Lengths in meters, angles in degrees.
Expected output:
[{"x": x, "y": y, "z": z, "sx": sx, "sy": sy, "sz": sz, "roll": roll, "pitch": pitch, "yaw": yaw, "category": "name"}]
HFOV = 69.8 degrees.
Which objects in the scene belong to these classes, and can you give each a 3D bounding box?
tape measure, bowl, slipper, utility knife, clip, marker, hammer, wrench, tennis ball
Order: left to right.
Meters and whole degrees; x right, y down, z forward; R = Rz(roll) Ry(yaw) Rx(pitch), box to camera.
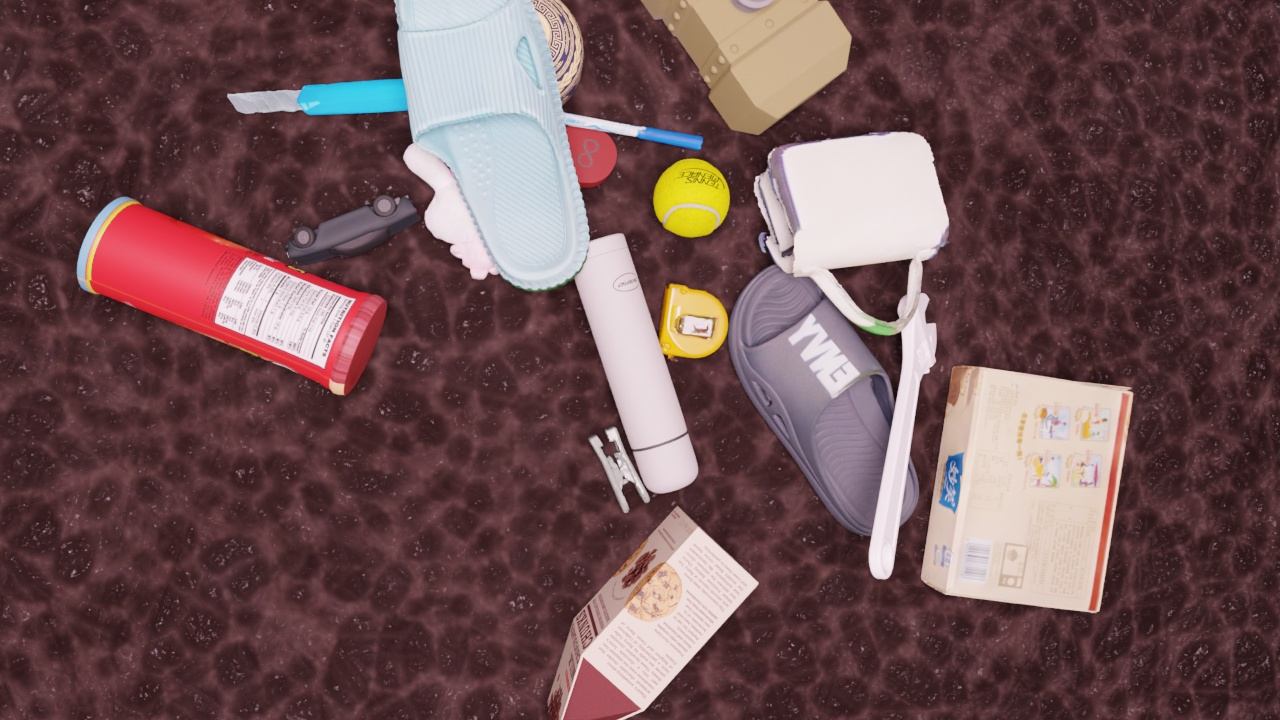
[{"x": -0.239, "y": -0.224, "z": 0.774, "sx": 0.206, "sy": 0.015, "sz": 0.031, "roll": -6, "pitch": 91, "yaw": -11, "category": "utility knife"}, {"x": -0.114, "y": -0.183, "z": 0.714, "sx": 0.116, "sy": 0.069, "sz": 0.276, "roll": -16, "pitch": 103, "yaw": 7, "category": "slipper"}, {"x": -0.099, "y": -0.263, "z": 0.763, "sx": 0.112, "sy": 0.061, "sz": 0.112, "roll": 0, "pitch": 90, "yaw": -14, "category": "bowl"}, {"x": -0.050, "y": -0.174, "z": 0.799, "sx": 0.051, "sy": 0.019, "sz": 0.059, "roll": 25, "pitch": 80, "yaw": -10, "category": "tape measure"}, {"x": -0.018, "y": 0.096, "z": 0.811, "sx": 0.043, "sy": 0.023, "sz": 0.076, "roll": -25, "pitch": 93, "yaw": -5, "category": "clip"}, {"x": -0.014, "y": -0.200, "z": 0.795, "sx": 0.141, "sy": 0.013, "sz": 0.013, "roll": 6, "pitch": 91, "yaw": -17, "category": "marker"}, {"x": 0.044, "y": -0.139, "z": 0.790, "sx": 0.065, "sy": 0.065, "sz": 0.065, "roll": 0, "pitch": 92, "yaw": -8, "category": "tennis ball"}, {"x": 0.047, "y": -0.031, "z": 0.812, "sx": 0.059, "sy": 0.030, "sz": 0.068, "roll": 8, "pitch": 91, "yaw": -6, "category": "tape measure"}, {"x": 0.099, "y": -0.295, "z": 0.661, "sx": 0.100, "sy": 0.325, "sz": 0.190, "roll": -37, "pitch": 96, "yaw": -6, "category": "hammer"}, {"x": 0.168, "y": 0.042, "z": 0.805, "sx": 0.110, "sy": 0.083, "sz": 0.268, "roll": -30, "pitch": 97, "yaw": -4, "category": "slipper"}, {"x": 0.220, "y": 0.056, "z": 0.772, "sx": 0.066, "sy": 0.018, "sz": 0.272, "roll": 51, "pitch": 47, "yaw": -40, "category": "wrench"}]

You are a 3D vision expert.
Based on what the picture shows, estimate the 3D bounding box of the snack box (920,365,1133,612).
[{"x": 0.354, "y": 0.116, "z": 0.844, "sx": 0.153, "sy": 0.055, "sz": 0.207, "roll": 8, "pitch": 90, "yaw": -8, "category": "snack box"}]

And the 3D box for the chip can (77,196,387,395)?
[{"x": -0.320, "y": -0.050, "z": 0.734, "sx": 0.213, "sy": 0.087, "sz": 0.087, "roll": 23, "pitch": 88, "yaw": -7, "category": "chip can"}]

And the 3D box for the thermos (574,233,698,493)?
[{"x": -0.005, "y": 0.005, "z": 0.793, "sx": 0.052, "sy": 0.052, "sz": 0.224, "roll": -19, "pitch": 94, "yaw": -7, "category": "thermos"}]

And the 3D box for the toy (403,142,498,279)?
[{"x": -0.147, "y": -0.131, "z": 0.779, "sx": 0.076, "sy": 0.037, "sz": 0.125, "roll": -22, "pitch": 100, "yaw": -11, "category": "toy"}]

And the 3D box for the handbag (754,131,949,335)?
[{"x": 0.187, "y": -0.101, "z": 0.794, "sx": 0.151, "sy": 0.074, "sz": 0.176, "roll": -10, "pitch": 74, "yaw": -12, "category": "handbag"}]

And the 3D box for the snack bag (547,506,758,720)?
[{"x": -0.005, "y": 0.231, "z": 0.779, "sx": 0.070, "sy": 0.094, "sz": 0.206, "roll": 44, "pitch": 86, "yaw": -7, "category": "snack bag"}]

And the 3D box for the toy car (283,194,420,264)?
[{"x": -0.238, "y": -0.106, "z": 0.763, "sx": 0.112, "sy": 0.046, "sz": 0.034, "roll": -23, "pitch": 89, "yaw": -8, "category": "toy car"}]
